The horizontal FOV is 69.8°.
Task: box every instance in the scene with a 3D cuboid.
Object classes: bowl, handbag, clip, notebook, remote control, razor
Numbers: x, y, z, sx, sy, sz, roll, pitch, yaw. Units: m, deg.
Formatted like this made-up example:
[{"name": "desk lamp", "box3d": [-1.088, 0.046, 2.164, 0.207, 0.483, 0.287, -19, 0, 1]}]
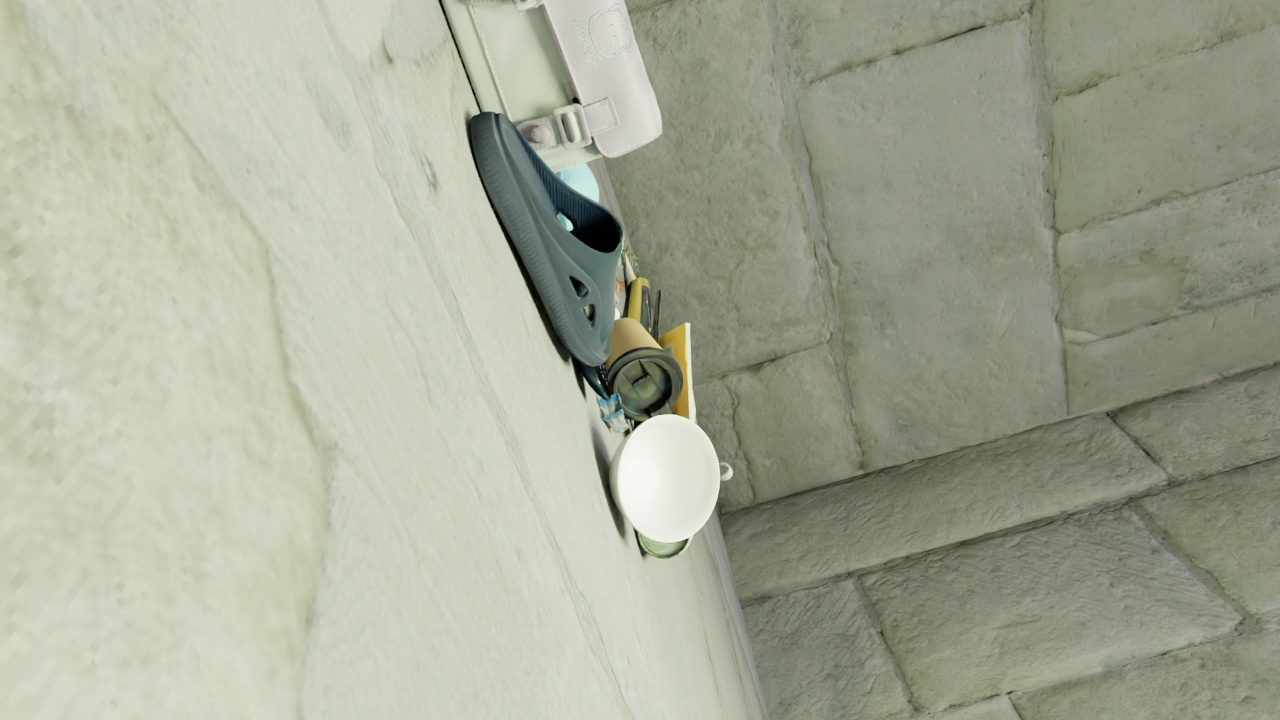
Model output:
[{"name": "bowl", "box3d": [0.010, 0.112, 0.875, 0.065, 0.118, 0.118, -9, -80, 55]}, {"name": "handbag", "box3d": [-0.075, -0.264, 0.768, 0.098, 0.145, 0.197, -105, 176, -63]}, {"name": "clip", "box3d": [-0.027, 0.061, 0.978, 0.058, 0.027, 0.044, 74, -6, -58]}, {"name": "notebook", "box3d": [0.035, 0.069, 1.137, 0.146, 0.010, 0.206, 152, -63, -68]}, {"name": "remote control", "box3d": [-0.053, -0.015, 0.905, 0.053, 0.024, 0.136, 60, 12, -47]}, {"name": "razor", "box3d": [-0.002, -0.042, 1.274, 0.062, 0.068, 0.167, 33, 48, -41]}]

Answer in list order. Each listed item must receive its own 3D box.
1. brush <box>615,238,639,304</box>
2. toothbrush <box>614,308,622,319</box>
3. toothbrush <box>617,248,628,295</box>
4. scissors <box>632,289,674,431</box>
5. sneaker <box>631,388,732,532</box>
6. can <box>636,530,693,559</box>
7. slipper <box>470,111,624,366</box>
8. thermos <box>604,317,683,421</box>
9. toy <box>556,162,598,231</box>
[{"name": "brush", "box3d": [-0.049, -0.150, 1.345, 0.146, 0.063, 0.072, 67, 37, -50]}, {"name": "toothbrush", "box3d": [-0.040, -0.061, 1.299, 0.221, 0.027, 0.026, 36, 53, -84]}, {"name": "toothbrush", "box3d": [-0.020, -0.075, 1.338, 0.015, 0.018, 0.181, -88, 171, -67]}, {"name": "scissors", "box3d": [0.015, 0.026, 1.157, 0.189, 0.015, 0.224, 110, -26, -42]}, {"name": "sneaker", "box3d": [0.052, 0.125, 1.245, 0.088, 0.118, 0.240, 35, 40, -54]}, {"name": "can", "box3d": [0.031, 0.184, 1.014, 0.146, 0.058, 0.058, 47, 26, -82]}, {"name": "slipper", "box3d": [-0.056, -0.098, 0.769, 0.268, 0.083, 0.110, 64, 9, -47]}, {"name": "thermos", "box3d": [-0.006, 0.006, 1.083, 0.143, 0.093, 0.093, -116, -174, -61]}, {"name": "toy", "box3d": [-0.080, -0.197, 1.146, 0.161, 0.050, 0.156, -40, 121, -78]}]
